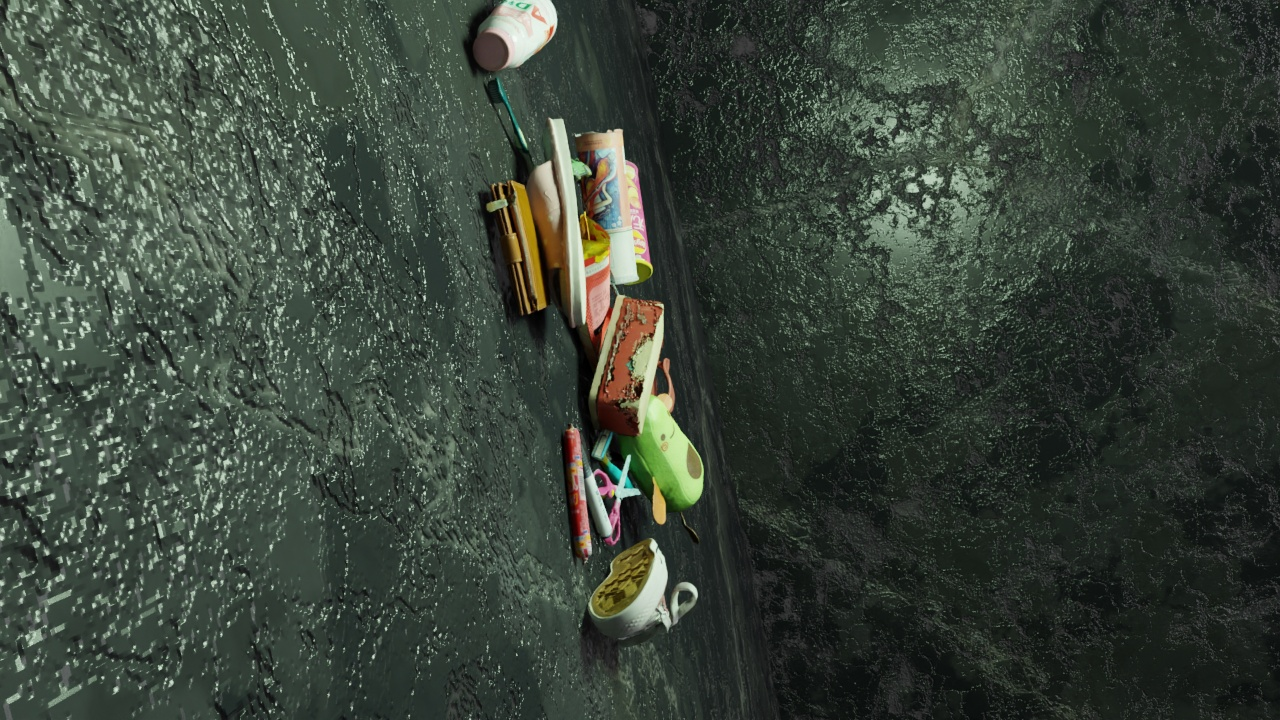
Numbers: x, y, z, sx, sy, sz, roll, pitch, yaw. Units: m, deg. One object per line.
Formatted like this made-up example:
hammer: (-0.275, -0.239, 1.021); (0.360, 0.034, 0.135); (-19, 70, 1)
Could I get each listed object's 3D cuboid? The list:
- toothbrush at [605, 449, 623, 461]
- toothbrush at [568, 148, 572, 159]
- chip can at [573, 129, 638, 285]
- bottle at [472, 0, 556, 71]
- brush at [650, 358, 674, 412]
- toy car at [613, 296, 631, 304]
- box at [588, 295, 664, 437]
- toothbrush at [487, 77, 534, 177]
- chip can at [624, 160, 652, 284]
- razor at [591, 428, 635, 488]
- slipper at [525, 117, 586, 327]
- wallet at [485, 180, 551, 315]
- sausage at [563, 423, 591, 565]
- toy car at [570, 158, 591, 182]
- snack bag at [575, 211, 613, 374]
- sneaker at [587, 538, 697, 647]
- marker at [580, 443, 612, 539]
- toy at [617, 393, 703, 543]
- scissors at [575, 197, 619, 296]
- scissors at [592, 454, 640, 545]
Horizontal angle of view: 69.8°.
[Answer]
toothbrush: (-0.028, 0.135, 1.265); (0.181, 0.018, 0.015); (37, 43, -74)
toothbrush: (-0.087, -0.287, 1.383); (0.224, 0.026, 0.027); (-18, 114, -81)
chip can: (-0.048, -0.218, 1.309); (0.071, 0.071, 0.215); (-64, 149, -76)
bottle: (-0.142, -0.361, 1.011); (0.196, 0.068, 0.068); (-77, 155, -59)
brush: (0.020, 0.043, 1.504); (0.145, 0.069, 0.063); (-88, 165, -56)
toy car: (-0.019, -0.054, 1.468); (0.158, 0.042, 0.070); (58, 23, -70)
box: (-0.007, 0.007, 1.170); (0.091, 0.079, 0.168); (85, 16, -58)
toothbrush: (-0.138, -0.242, 1.045); (0.192, 0.018, 0.016); (71, 11, -53)
chip can: (-0.028, -0.236, 1.554); (0.071, 0.071, 0.210); (61, 19, -62)
razor: (-0.033, 0.137, 1.177); (0.132, 0.028, 0.043); (62, 40, -51)
slipper: (-0.097, -0.159, 1.029); (0.114, 0.054, 0.274); (88, -6, -62)
wallet: (-0.119, -0.113, 0.923); (0.119, 0.035, 0.130); (-56, 134, -81)
sausage: (-0.068, 0.141, 0.982); (0.020, 0.020, 0.155); (58, 23, -67)
toy car: (-0.096, -0.243, 1.203); (0.036, 0.043, 0.091); (56, 19, -3)
snack bag: (-0.062, -0.082, 1.181); (0.208, 0.073, 0.128); (81, 11, -52)
sneaker: (0.005, 0.269, 1.027); (0.088, 0.118, 0.241); (58, 4, 1)
marker: (-0.057, 0.152, 1.050); (0.022, 0.018, 0.131); (-49, 132, -47)
toy: (0.031, 0.136, 1.269); (0.226, 0.090, 0.247); (-90, 156, -48)
scissors: (-0.051, -0.122, 1.249); (0.235, 0.021, 0.137); (63, -2, 5)
scissors: (-0.028, 0.172, 1.132); (0.133, 0.017, 0.125); (18, 66, -64)
